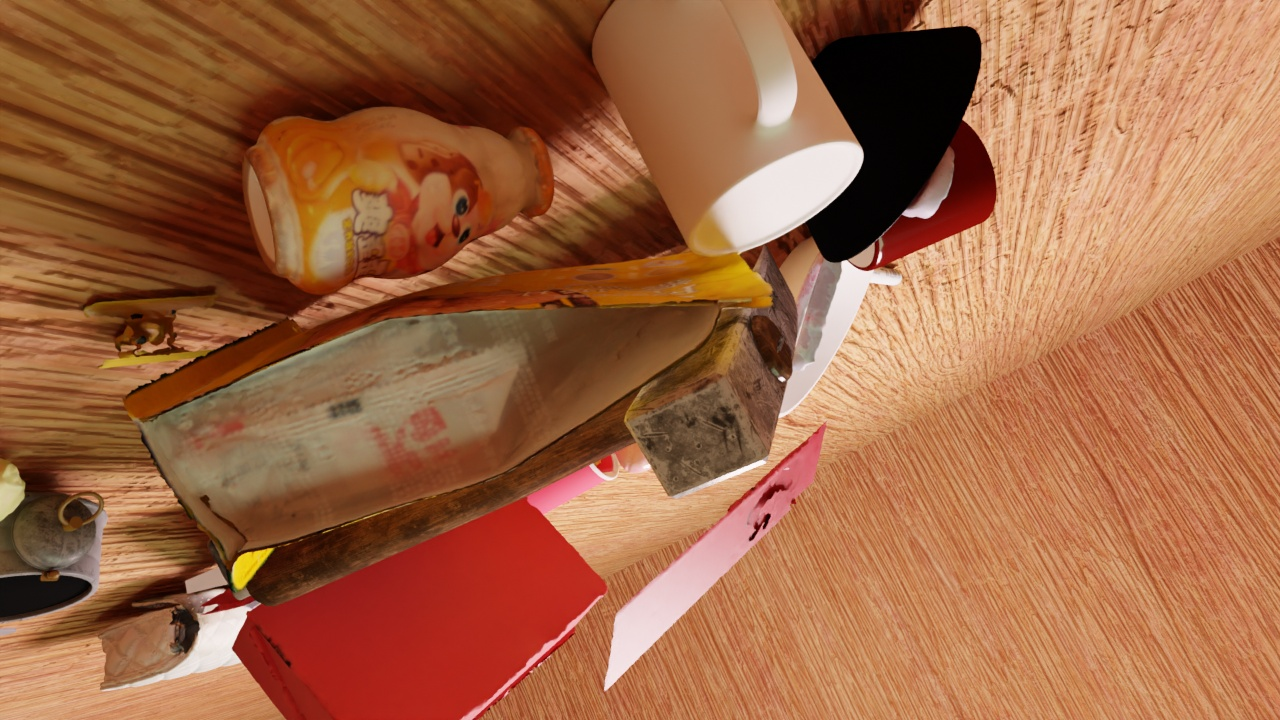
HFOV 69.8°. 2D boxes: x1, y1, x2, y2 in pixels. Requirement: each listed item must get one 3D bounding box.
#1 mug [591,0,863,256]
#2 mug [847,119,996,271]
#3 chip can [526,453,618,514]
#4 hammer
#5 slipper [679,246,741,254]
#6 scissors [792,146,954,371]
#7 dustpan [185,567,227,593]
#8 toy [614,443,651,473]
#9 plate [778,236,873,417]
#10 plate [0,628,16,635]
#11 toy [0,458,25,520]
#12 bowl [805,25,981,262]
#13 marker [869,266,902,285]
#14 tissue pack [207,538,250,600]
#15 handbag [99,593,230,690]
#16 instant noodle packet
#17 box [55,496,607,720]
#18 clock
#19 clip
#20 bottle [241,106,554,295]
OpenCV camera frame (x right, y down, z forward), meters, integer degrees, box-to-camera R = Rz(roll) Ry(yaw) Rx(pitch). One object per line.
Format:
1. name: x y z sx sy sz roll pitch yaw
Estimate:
1. mug: 0.032 -0.104 0.341 0.073 0.090 0.110 -24 164 -5
2. mug: 0.164 -0.100 0.590 0.082 0.073 0.106 -23 166 -8
3. chip can: -0.130 0.132 0.894 0.221 0.069 0.069 -30 164 18
4. hammer: -0.061 0.040 0.455 0.301 0.037 0.217 -26 -168 22
5. slipper: -0.003 0.003 0.554 0.263 0.078 0.099 -39 180 6
6. scissors: 0.109 -0.069 0.479 0.170 0.013 0.176 -110 -139 -73
7. dustpan: -0.229 0.130 0.760 0.257 0.053 0.192 -10 172 -22
8. toy: 0.036 0.005 0.702 0.191 0.097 0.237 -46 165 -27
9. plate: 0.127 -0.042 0.698 0.173 0.036 0.174 -46 152 -33
10. plate: -0.465 0.174 0.526 0.178 0.012 0.178 -8 167 -2
11. toy: -0.334 0.061 0.394 0.092 0.045 0.135 -24 169 6
12. bowl: 0.099 -0.114 0.438 0.052 0.123 0.124 26 146 -11
13. marker: 0.205 -0.078 0.826 0.017 0.017 0.146 -35 161 31
14. tissue pack: -0.210 0.085 0.576 0.104 0.071 0.181 -21 -170 -9
15. handbag: -0.382 0.243 0.847 0.139 0.072 0.194 -20 167 18
16. instant noodle packet: -0.060 -0.002 0.384 0.222 0.084 0.163 -18 -169 4
17. box: -0.228 0.180 0.660 0.376 0.148 0.212 -10 -168 36
18. clock: -0.340 0.103 0.498 0.148 0.056 0.103 -27 156 24
19. clip: -0.211 -0.012 0.397 0.054 0.046 0.048 -11 125 -43
20. bottle: -0.087 -0.063 0.342 0.108 0.063 0.063 -17 162 -30
